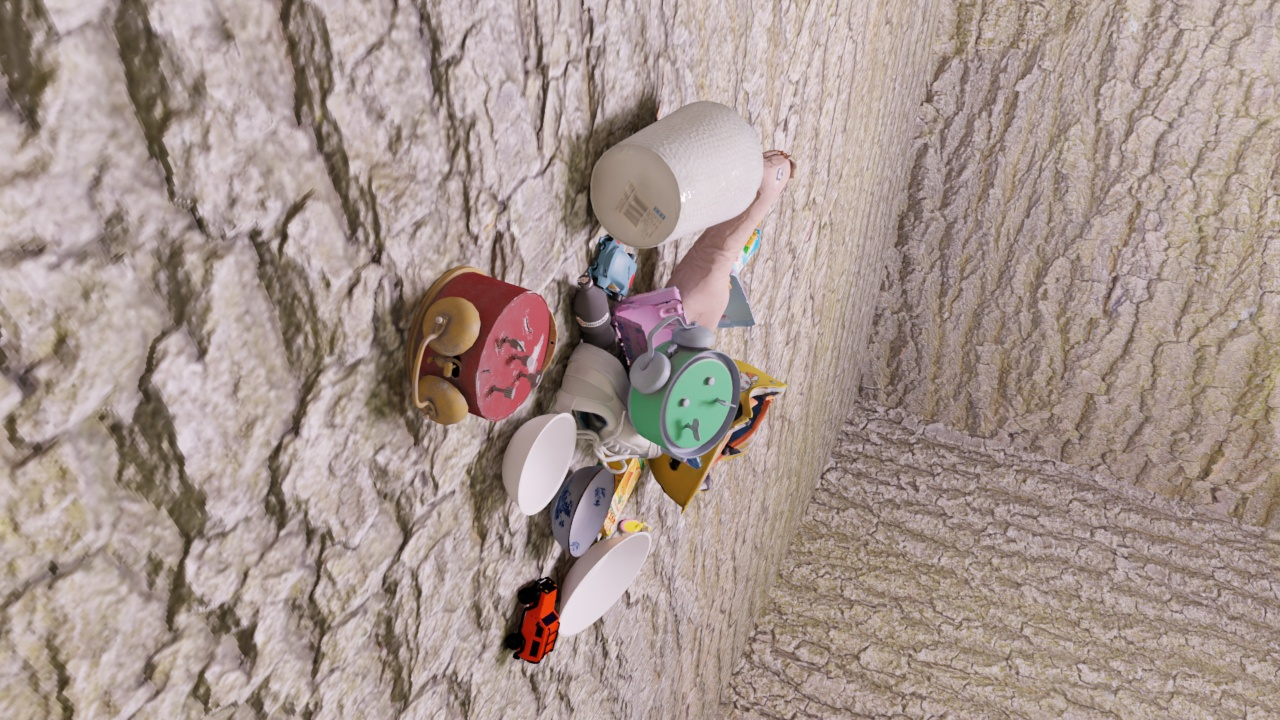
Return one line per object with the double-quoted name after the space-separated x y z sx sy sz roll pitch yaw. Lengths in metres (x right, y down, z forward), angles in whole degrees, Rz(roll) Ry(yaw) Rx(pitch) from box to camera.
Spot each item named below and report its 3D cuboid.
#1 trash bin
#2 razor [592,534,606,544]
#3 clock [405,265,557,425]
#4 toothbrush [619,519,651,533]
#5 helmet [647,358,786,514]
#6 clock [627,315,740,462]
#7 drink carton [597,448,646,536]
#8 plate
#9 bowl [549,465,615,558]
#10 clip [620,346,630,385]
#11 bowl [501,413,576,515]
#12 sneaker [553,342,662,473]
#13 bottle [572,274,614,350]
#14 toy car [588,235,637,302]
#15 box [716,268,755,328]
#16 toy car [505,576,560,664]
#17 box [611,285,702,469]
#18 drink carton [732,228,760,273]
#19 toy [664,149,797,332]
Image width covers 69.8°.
0.034 -0.188 0.949 0.160 0.133 0.133 -37 141 -51 "trash bin"
-0.039 0.211 1.274 0.042 0.026 0.105 58 49 -63 "razor"
-0.128 -0.006 0.732 0.158 0.081 0.117 -30 136 -62 "clock"
-0.007 0.254 1.408 0.021 0.016 0.135 -65 161 -3 "toothbrush"
0.082 0.090 1.314 0.239 0.139 0.210 -42 163 -35 "helmet"
0.046 0.026 0.991 0.121 0.075 0.162 -38 129 -26 "clock"
-0.039 0.165 1.197 0.122 0.041 0.058 -61 158 -26 "drink carton"
-0.059 0.287 1.222 0.173 0.036 0.174 -40 153 -26 "plate"
-0.076 0.173 1.096 0.114 0.045 0.114 -53 154 -41 "bowl"
-0.008 0.008 1.161 0.090 0.027 0.163 -51 151 -44 "clip"
-0.111 0.099 0.938 0.109 0.040 0.110 -52 153 -40 "bowl"
-0.039 0.075 1.058 0.090 0.089 0.242 -60 152 -17 "sneaker"
-0.051 -0.051 0.970 0.036 0.036 0.110 -61 158 -28 "bottle"
-0.022 -0.098 1.017 0.060 0.027 0.107 -69 161 -5 "toy car"
0.089 -0.064 1.304 0.140 0.062 0.214 -35 158 2 "box"
-0.122 0.310 1.093 0.051 0.049 0.100 -8 115 -69 "toy car"
0.036 0.032 1.099 0.090 0.085 0.231 -100 173 -51 "box"
0.143 -0.162 1.387 0.128 0.044 0.039 -51 152 -47 "drink carton"
0.110 -0.135 1.123 0.265 0.065 0.195 -55 158 13 "toy"
